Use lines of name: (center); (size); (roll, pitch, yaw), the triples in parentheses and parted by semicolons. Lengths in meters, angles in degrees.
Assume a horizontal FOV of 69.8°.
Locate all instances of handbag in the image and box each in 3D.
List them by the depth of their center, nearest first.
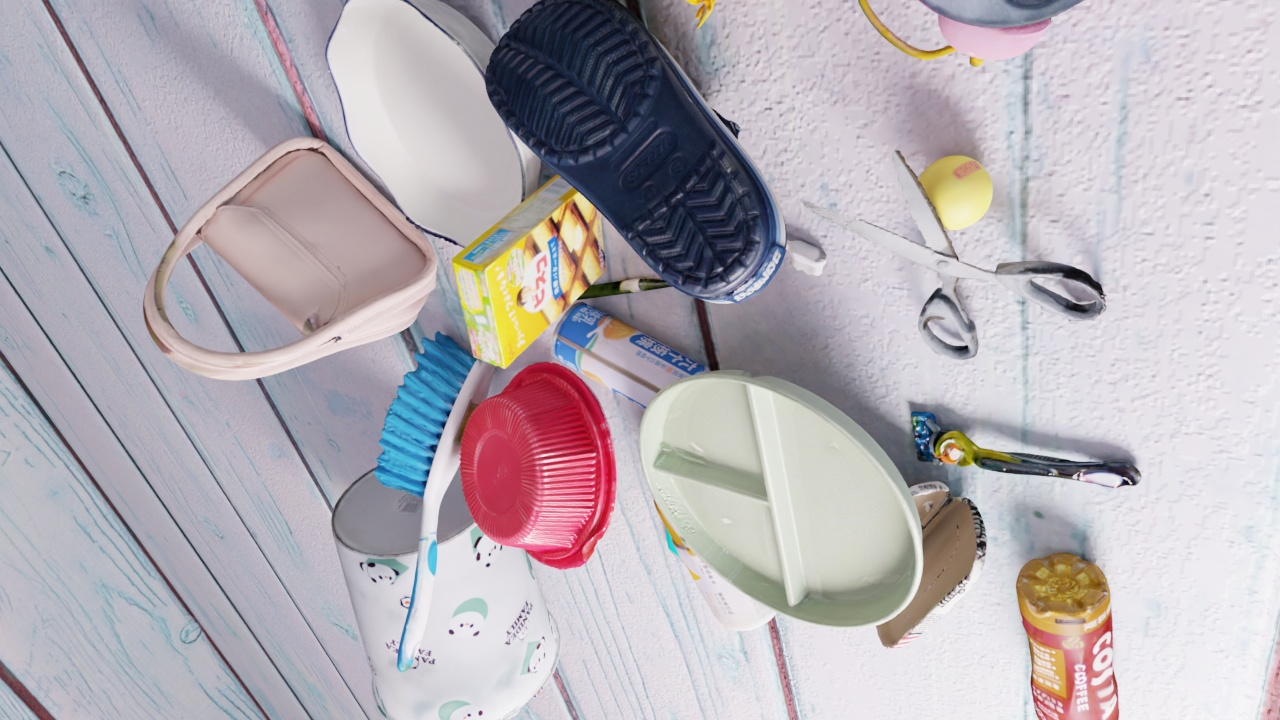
handbag: (-0.316, -0.075, 0.806); (0.193, 0.233, 0.094); (41, 140, 5)

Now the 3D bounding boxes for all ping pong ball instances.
ping pong ball: (0.171, -0.092, 0.502); (0.040, 0.040, 0.040); (25, 138, 24)

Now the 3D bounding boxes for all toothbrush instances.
toothbrush: (0.046, -0.101, 0.630); (0.180, 0.016, 0.016); (28, 145, 19)
toothbrush: (-0.011, -0.061, 0.721); (0.186, 0.012, 0.017); (-4, 116, 44)

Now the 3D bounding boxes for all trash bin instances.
trash bin: (-0.225, 0.253, 1.047); (0.230, 0.228, 0.252); (14, 126, 34)

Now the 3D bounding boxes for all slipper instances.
slipper: (0.005, -0.136, 0.578); (0.105, 0.095, 0.253); (-48, 66, 15)

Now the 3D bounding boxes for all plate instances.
plate: (0.097, 0.101, 0.665); (0.230, 0.027, 0.231); (25, 138, 25)
plate: (-0.156, -0.184, 0.707); (0.205, 0.045, 0.205); (29, 142, 25)

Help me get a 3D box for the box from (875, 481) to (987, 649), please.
box: (0.195, 0.157, 0.678); (0.087, 0.076, 0.163); (58, 146, 31)

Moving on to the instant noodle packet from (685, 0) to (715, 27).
instant noodle packet: (0.004, -0.259, 0.501); (0.111, 0.044, 0.129); (29, 136, 30)

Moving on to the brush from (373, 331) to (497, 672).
brush: (-0.214, 0.132, 0.892); (0.109, 0.314, 0.060); (20, 175, 14)

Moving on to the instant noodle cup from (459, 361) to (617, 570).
instant noodle cup: (-0.105, 0.098, 0.837); (0.194, 0.065, 0.194); (3, 94, 47)

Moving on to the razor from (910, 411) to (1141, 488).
razor: (0.244, 0.065, 0.595); (0.143, 0.022, 0.043); (9, 132, 37)

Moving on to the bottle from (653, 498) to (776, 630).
bottle: (0.061, 0.149, 0.800); (0.068, 0.067, 0.189); (-6, 120, 45)

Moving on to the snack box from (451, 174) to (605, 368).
snack box: (-0.076, -0.070, 0.668); (0.034, 0.140, 0.087); (20, 135, 26)

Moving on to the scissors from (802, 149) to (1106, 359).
scissors: (0.175, -0.052, 0.513); (0.160, 0.014, 0.181); (5, 148, 22)

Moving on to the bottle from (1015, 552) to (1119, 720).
bottle: (0.305, 0.217, 0.648); (0.058, 0.057, 0.175); (6, 128, 39)

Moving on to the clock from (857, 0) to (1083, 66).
clock: (0.155, -0.200, 0.405); (0.117, 0.059, 0.159); (42, 141, 2)

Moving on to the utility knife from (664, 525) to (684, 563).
utility knife: (0.031, 0.116, 0.842); (0.029, 0.013, 0.223); (23, 139, 28)

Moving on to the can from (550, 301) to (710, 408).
can: (-0.004, 0.004, 0.740); (0.134, 0.053, 0.053); (28, 139, 20)
